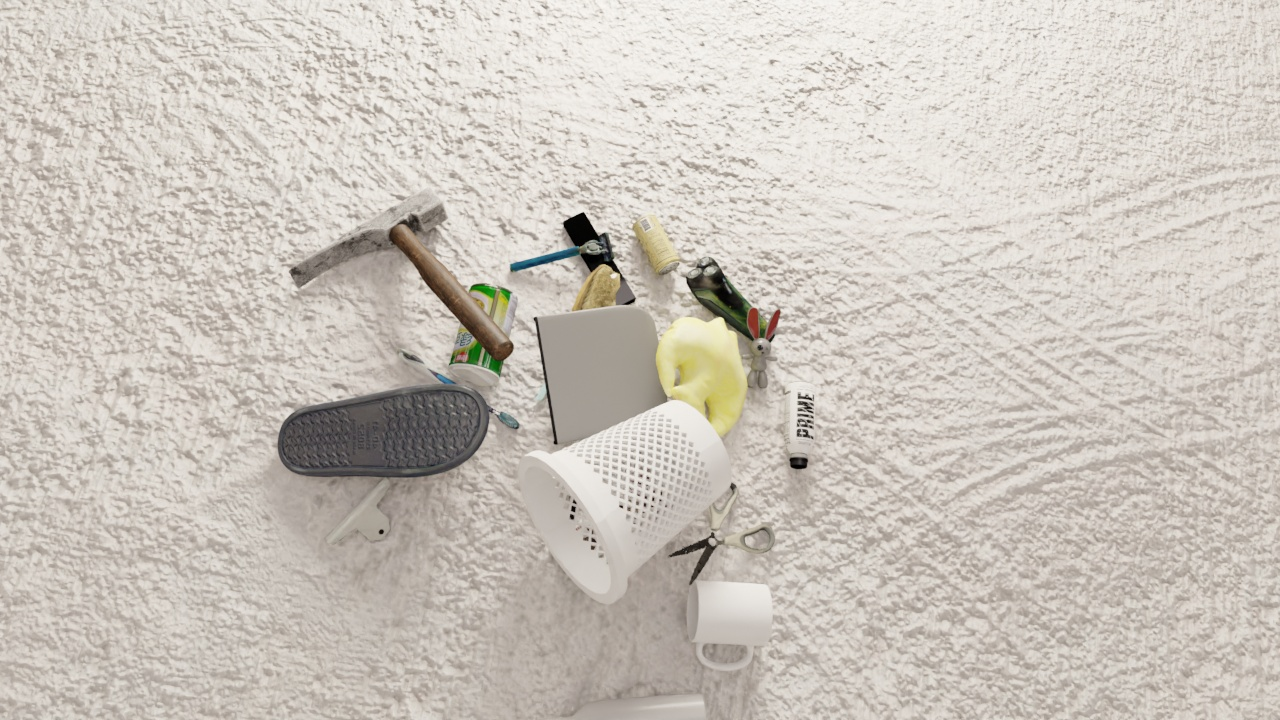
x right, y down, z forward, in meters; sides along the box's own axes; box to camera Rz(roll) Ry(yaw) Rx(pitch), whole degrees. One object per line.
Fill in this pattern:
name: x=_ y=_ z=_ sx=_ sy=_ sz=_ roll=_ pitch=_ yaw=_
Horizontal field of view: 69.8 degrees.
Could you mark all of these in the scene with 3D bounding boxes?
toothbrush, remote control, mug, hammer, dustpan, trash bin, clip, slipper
toothbrush: x=-0.237 y=0.036 z=1.194 sx=0.189 sy=0.017 sz=0.016 roll=32 pitch=71 yaw=2
remote control: x=-0.058 y=-0.138 z=1.281 sx=0.034 sy=0.013 sz=0.150 roll=-28 pitch=78 yaw=-12
mug: x=0.106 y=0.328 z=1.128 sx=0.090 sy=0.074 sz=0.110 roll=5 pitch=97 yaw=-7
hammer: x=-0.285 y=-0.081 z=1.162 sx=0.217 sy=0.037 sz=0.300 roll=-34 pitch=59 yaw=-18
dustpan: x=-0.007 y=0.007 z=1.208 sx=0.257 sy=0.033 sz=0.163 roll=-9 pitch=91 yaw=-21
trash bin: x=-0.009 y=0.152 z=1.098 sx=0.199 sy=0.196 sz=0.195 roll=-29 pitch=78 yaw=-27
clip: x=-0.336 y=0.192 z=1.120 sx=0.052 sy=0.058 sz=0.102 roll=32 pitch=69 yaw=28
slipper: x=-0.310 y=0.097 z=1.138 sx=0.268 sy=0.083 sz=0.110 roll=-7 pitch=77 yaw=8

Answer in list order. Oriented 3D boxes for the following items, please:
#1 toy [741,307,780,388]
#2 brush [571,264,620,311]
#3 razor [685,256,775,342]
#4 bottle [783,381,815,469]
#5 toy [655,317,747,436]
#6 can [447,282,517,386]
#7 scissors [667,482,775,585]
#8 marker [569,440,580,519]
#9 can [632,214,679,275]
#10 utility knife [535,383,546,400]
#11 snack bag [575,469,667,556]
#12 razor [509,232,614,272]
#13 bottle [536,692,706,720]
toy: x=0.164 y=-0.017 z=1.248 sx=0.049 sy=0.030 sz=0.112 roll=3 pitch=100 yaw=-8
brush: x=-0.066 y=-0.037 z=1.219 sx=0.059 sy=0.043 sz=0.195 roll=21 pitch=75 yaw=-26
razor: x=0.128 y=-0.078 z=1.264 sx=0.151 sy=0.067 sz=0.053 roll=43 pitch=74 yaw=-2
bottle: x=0.214 y=0.088 z=1.233 sx=0.041 sy=0.041 sz=0.115 roll=7 pitch=71 yaw=-7
toy: x=0.086 y=0.014 z=1.202 sx=0.170 sy=0.065 sz=0.154 roll=47 pitch=53 yaw=-30
can: x=-0.205 y=-0.033 z=1.195 sx=0.067 sy=0.067 sz=0.120 roll=12 pitch=70 yaw=-5
scissors: x=0.106 y=0.220 z=1.163 sx=0.165 sy=0.013 sz=0.157 roll=18 pitch=50 yaw=-18
marker: x=-0.083 y=0.130 z=1.190 sx=0.011 sy=0.011 sz=0.152 roll=5 pitch=71 yaw=-7
can: x=0.022 y=-0.162 z=1.288 sx=0.038 sy=0.038 sz=0.079 roll=-24 pitch=77 yaw=-16
utility knife: x=-0.098 y=-0.022 z=1.235 sx=0.022 sy=0.015 sz=0.178 roll=29 pitch=69 yaw=2
snack bag: x=-0.037 y=0.206 z=1.170 sx=0.157 sy=0.013 sz=0.057 roll=-34 pitch=78 yaw=-17
razor: x=-0.109 y=-0.144 z=1.261 sx=0.144 sy=0.022 sz=0.042 roll=-13 pitch=75 yaw=-4
bottle: x=-0.023 y=0.425 z=1.079 sx=0.195 sy=0.053 sz=0.052 roll=-1 pitch=72 yaw=-9
